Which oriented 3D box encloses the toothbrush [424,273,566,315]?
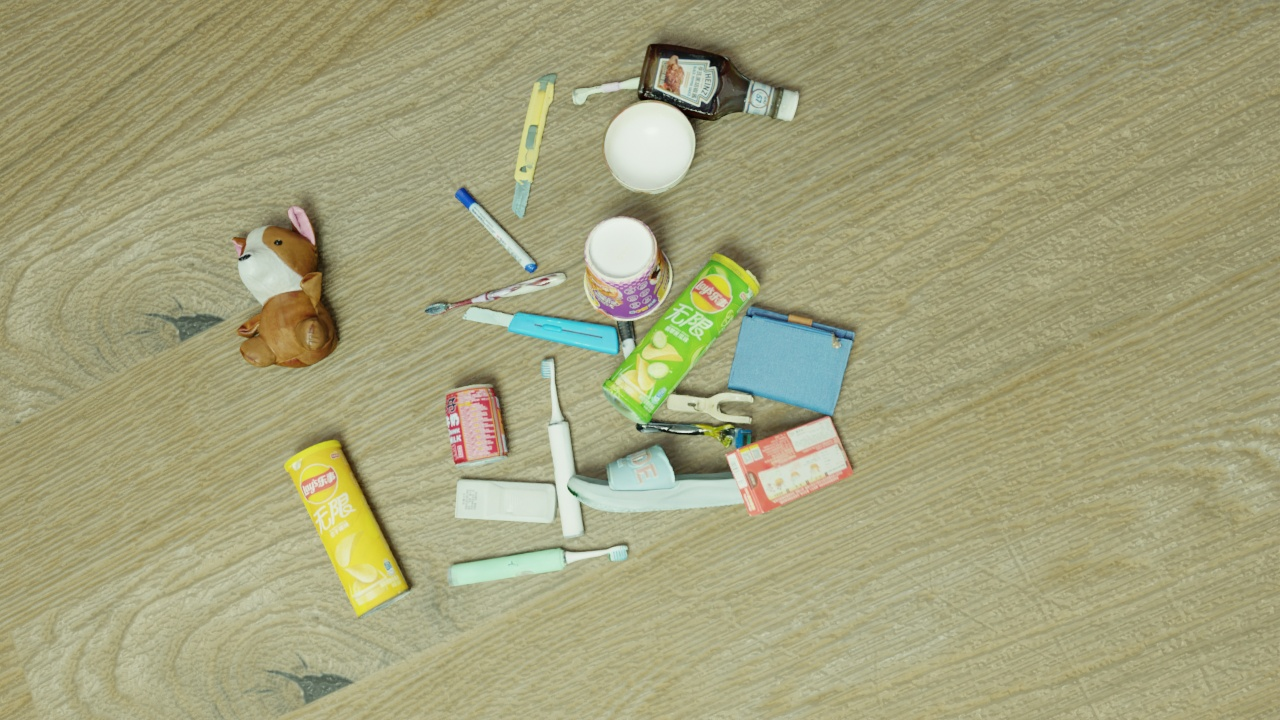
[{"bbox_3d":[-0.185,-0.085,1.163,0.188,0.017,0.016,-14,83,7],"label":"toothbrush"}]

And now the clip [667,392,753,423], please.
[{"bbox_3d":[0.089,0.057,1.112,0.105,0.080,0.034,2,85,25],"label":"clip"}]

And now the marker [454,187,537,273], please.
[{"bbox_3d":[-0.184,-0.166,1.173,0.017,0.017,0.146,-44,80,1],"label":"marker"}]

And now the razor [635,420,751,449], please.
[{"bbox_3d":[0.064,0.086,1.110,0.143,0.043,0.022,6,43,12],"label":"razor"}]

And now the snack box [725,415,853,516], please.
[{"bbox_3d":[0.171,0.118,1.043,0.152,0.026,0.075,-15,80,-35],"label":"snack box"}]

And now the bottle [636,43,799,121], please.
[{"bbox_3d":[0.097,-0.335,1.132,0.195,0.044,0.080,14,95,1],"label":"bottle"}]

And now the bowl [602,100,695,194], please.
[{"bbox_3d":[0.013,-0.257,1.133,0.113,0.062,0.113,-1,85,8],"label":"bowl"}]

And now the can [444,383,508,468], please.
[{"bbox_3d":[-0.202,0.080,1.122,0.066,0.066,0.093,-12,83,6],"label":"can"}]

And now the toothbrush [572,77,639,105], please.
[{"bbox_3d":[0.007,-0.352,1.167,0.189,0.020,0.029,-9,50,5],"label":"toothbrush"}]

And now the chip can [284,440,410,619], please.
[{"bbox_3d":[-0.359,0.206,1.129,0.072,0.072,0.213,-30,82,3],"label":"chip can"}]

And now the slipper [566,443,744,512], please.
[{"bbox_3d":[0.035,0.134,1.069,0.245,0.104,0.074,-4,89,2],"label":"slipper"}]

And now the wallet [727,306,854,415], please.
[{"bbox_3d":[0.179,-0.001,1.096,0.133,0.040,0.106,14,94,9],"label":"wallet"}]

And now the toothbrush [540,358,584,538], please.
[{"bbox_3d":[-0.097,0.106,1.126,0.026,0.027,0.221,-7,83,-11],"label":"toothbrush"}]

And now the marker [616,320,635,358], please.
[{"bbox_3d":[-0.007,0.007,1.129,0.023,0.018,0.130,-16,81,12],"label":"marker"}]

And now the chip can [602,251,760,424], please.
[{"bbox_3d":[0.046,-0.024,1.087,0.072,0.072,0.221,39,83,10],"label":"chip can"}]

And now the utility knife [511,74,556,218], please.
[{"bbox_3d":[-0.140,-0.277,1.183,0.031,0.020,0.195,10,90,14],"label":"utility knife"}]

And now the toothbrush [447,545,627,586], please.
[{"bbox_3d":[-0.125,0.246,1.115,0.224,0.026,0.027,-10,61,6],"label":"toothbrush"}]

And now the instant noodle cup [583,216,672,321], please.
[{"bbox_3d":[-0.018,-0.115,1.096,0.111,0.099,0.111,-1,74,4],"label":"instant noodle cup"}]

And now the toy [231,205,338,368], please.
[{"bbox_3d":[-0.456,-0.089,1.154,0.140,0.130,0.199,-17,72,11],"label":"toy"}]

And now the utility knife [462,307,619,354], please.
[{"bbox_3d":[-0.125,-0.041,1.151,0.207,0.018,0.034,11,86,10],"label":"utility knife"}]

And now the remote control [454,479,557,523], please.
[{"bbox_3d":[-0.165,0.173,1.129,0.125,0.024,0.049,1,83,8],"label":"remote control"}]
